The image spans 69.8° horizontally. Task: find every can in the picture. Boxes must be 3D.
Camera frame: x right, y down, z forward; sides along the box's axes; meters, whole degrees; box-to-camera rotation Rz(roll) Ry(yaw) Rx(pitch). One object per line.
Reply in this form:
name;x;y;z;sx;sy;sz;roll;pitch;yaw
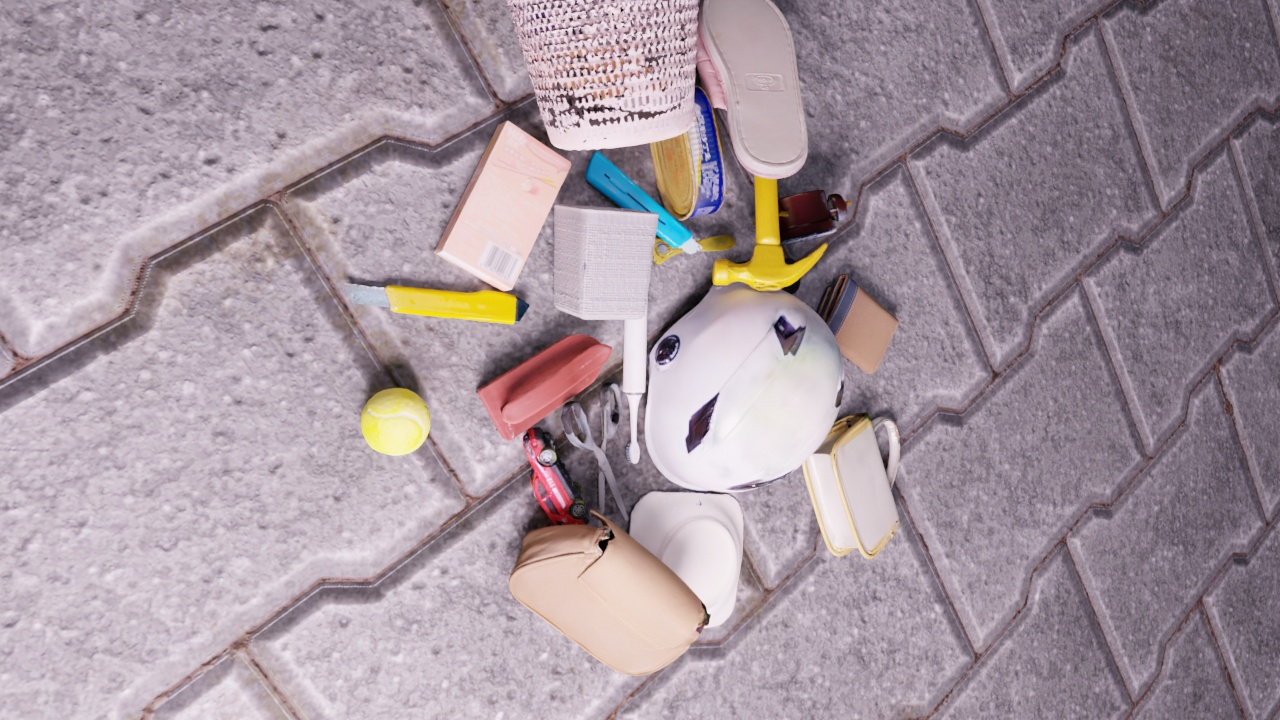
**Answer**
can;0.052;-0.236;1.038;0.049;0.075;0.148;-16;99;-32

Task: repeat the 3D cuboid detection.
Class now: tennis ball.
tennis ball;-0.235;0.059;0.884;0.065;0.066;0.065;-1;91;-30

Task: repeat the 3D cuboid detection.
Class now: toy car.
toy car;-0.094;0.128;0.974;0.045;0.053;0.120;-25;109;-2

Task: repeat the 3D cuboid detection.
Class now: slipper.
slipper;0.127;-0.317;1.050;0.114;0.055;0.274;-6;66;-10

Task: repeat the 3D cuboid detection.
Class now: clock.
clock;0.203;-0.175;1.123;0.121;0.082;0.055;-15;92;-26

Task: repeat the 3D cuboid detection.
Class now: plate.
plate;0.060;0.238;1.077;0.164;0.034;0.163;6;88;-31

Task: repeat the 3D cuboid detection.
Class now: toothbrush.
toothbrush;-0.006;0.006;1.037;0.026;0.026;0.221;1;91;-29

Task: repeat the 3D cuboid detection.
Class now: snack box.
snack box;-0.141;-0.160;0.955;0.084;0.026;0.157;30;76;-27

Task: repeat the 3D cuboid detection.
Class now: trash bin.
trash bin;-0.031;-0.320;0.924;0.227;0.228;0.192;-19;113;-28

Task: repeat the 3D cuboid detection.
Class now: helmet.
helmet;0.135;0.041;1.043;0.229;0.146;0.258;43;76;-26

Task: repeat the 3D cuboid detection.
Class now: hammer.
hammer;0.146;-0.221;1.067;0.129;0.033;0.300;1;71;-3

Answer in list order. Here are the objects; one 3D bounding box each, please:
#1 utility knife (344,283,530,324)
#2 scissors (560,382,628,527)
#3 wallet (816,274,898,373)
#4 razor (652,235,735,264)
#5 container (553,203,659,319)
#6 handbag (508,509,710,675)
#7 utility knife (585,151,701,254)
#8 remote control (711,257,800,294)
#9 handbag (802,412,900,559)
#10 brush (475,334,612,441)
utility knife;-0.203;-0.060;0.929;0.192;0.015;0.033;5;85;-30
scissors;-0.044;0.105;1.009;0.178;0.014;0.159;52;49;-44
wallet;0.282;-0.047;1.200;0.115;0.033;0.090;32;78;-28
razor;0.062;-0.134;1.075;0.132;0.028;0.043;-10;92;-31
container;-0.040;-0.105;0.974;0.090;0.090;0.114;-2;103;-29
handbag;-0.031;0.240;0.965;0.204;0.148;0.099;45;38;-25
utility knife;0.004;-0.171;1.028;0.162;0.018;0.034;37;79;-14
remote control;0.148;-0.098;1.125;0.136;0.024;0.053;-10;96;-29
handbag;0.291;0.152;1.201;0.178;0.063;0.163;-29;106;-42
brush;-0.095;0.021;0.961;0.145;0.069;0.063;-34;108;-25
